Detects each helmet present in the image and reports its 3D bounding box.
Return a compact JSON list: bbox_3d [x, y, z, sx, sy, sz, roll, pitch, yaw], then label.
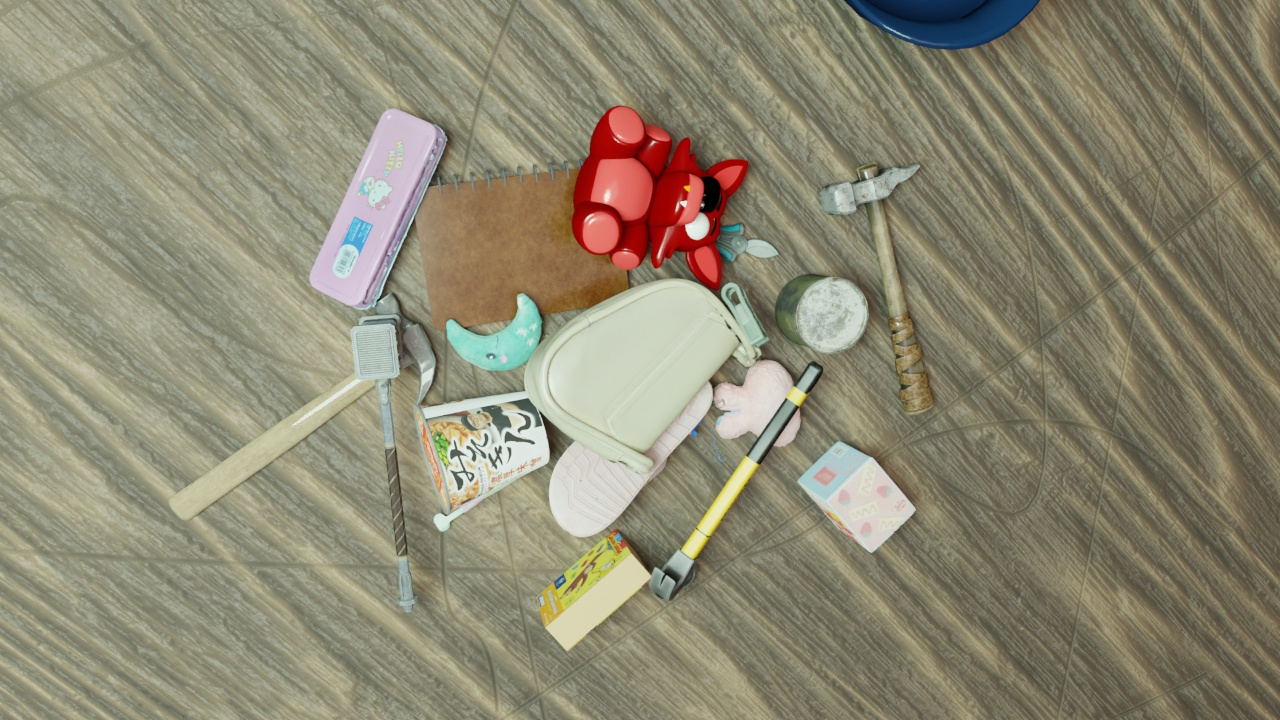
[{"bbox_3d":[0.313,-0.448,0.981,0.232,0.223,0.272,-20,72,5],"label":"helmet"}]

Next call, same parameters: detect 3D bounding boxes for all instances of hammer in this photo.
[{"bbox_3d":[-0.263,0.116,0.976,0.044,0.098,0.322,-5,101,-11],"label":"hammer"},{"bbox_3d":[0.111,0.139,1.048,0.034,0.169,0.324,35,92,14],"label":"hammer"},{"bbox_3d":[0.313,-0.085,1.132,0.121,0.049,0.319,-19,103,-12],"label":"hammer"},{"bbox_3d":[-0.371,0.067,1.007,0.331,0.031,0.119,-36,104,-6],"label":"hammer"}]

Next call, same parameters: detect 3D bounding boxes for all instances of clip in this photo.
[{"bbox_3d":[0.114,-0.050,1.003,0.023,0.044,0.076,-32,71,17],"label":"clip"}]

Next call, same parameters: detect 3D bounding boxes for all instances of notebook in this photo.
[{"bbox_3d":[-0.133,-0.133,1.034,0.225,0.024,0.167,-10,101,-11],"label":"notebook"}]

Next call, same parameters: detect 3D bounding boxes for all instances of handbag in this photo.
[{"bbox_3d":[-0.006,0.006,1.021,0.228,0.132,0.184,-45,102,-14],"label":"handbag"}]

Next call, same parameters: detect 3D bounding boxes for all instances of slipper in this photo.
[{"bbox_3d":[-0.013,0.100,1.065,0.094,0.064,0.239,43,81,7],"label":"slipper"}]

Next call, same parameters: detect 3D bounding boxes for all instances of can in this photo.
[{"bbox_3d":[0.215,-0.057,1.096,0.090,0.074,0.090,-2,98,-11],"label":"can"}]

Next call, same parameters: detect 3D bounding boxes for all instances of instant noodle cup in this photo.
[{"bbox_3d":[-0.173,0.092,1.015,0.121,0.124,0.123,-17,101,-19],"label":"instant noodle cup"}]

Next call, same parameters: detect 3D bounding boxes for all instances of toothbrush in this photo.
[{"bbox_3d":[-0.171,0.148,1.069,0.154,0.015,0.022,-34,105,-7],"label":"toothbrush"}]

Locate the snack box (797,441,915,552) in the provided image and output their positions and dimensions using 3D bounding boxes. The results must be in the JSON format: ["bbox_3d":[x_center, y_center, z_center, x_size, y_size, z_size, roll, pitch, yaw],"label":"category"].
[{"bbox_3d":[0.264,0.166,1.128,0.079,0.093,0.095,-43,105,-4],"label":"snack box"}]

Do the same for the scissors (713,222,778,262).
[{"bbox_3d":[0.092,-0.138,1.086,0.138,0.019,0.136,-38,106,-6],"label":"scissors"}]

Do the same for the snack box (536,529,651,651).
[{"bbox_3d":[-0.056,0.266,1.074,0.125,0.088,0.040,-40,104,-5],"label":"snack box"}]

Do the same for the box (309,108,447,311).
[{"bbox_3d":[-0.279,-0.161,0.979,0.076,0.033,0.214,25,92,15],"label":"box"}]

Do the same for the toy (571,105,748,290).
[{"bbox_3d":[0.023,-0.173,0.998,0.197,0.121,0.158,13,87,-26],"label":"toy"}]

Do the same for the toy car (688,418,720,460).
[{"bbox_3d":[0.081,0.068,1.102,0.062,0.033,0.092,17,94,-8],"label":"toy car"}]

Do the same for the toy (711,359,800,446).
[{"bbox_3d":[0.139,0.055,1.109,0.105,0.053,0.108,-10,102,0],"label":"toy"}]

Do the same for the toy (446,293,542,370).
[{"bbox_3d":[-0.158,-0.025,1.028,0.105,0.033,0.085,-20,124,0],"label":"toy"}]
